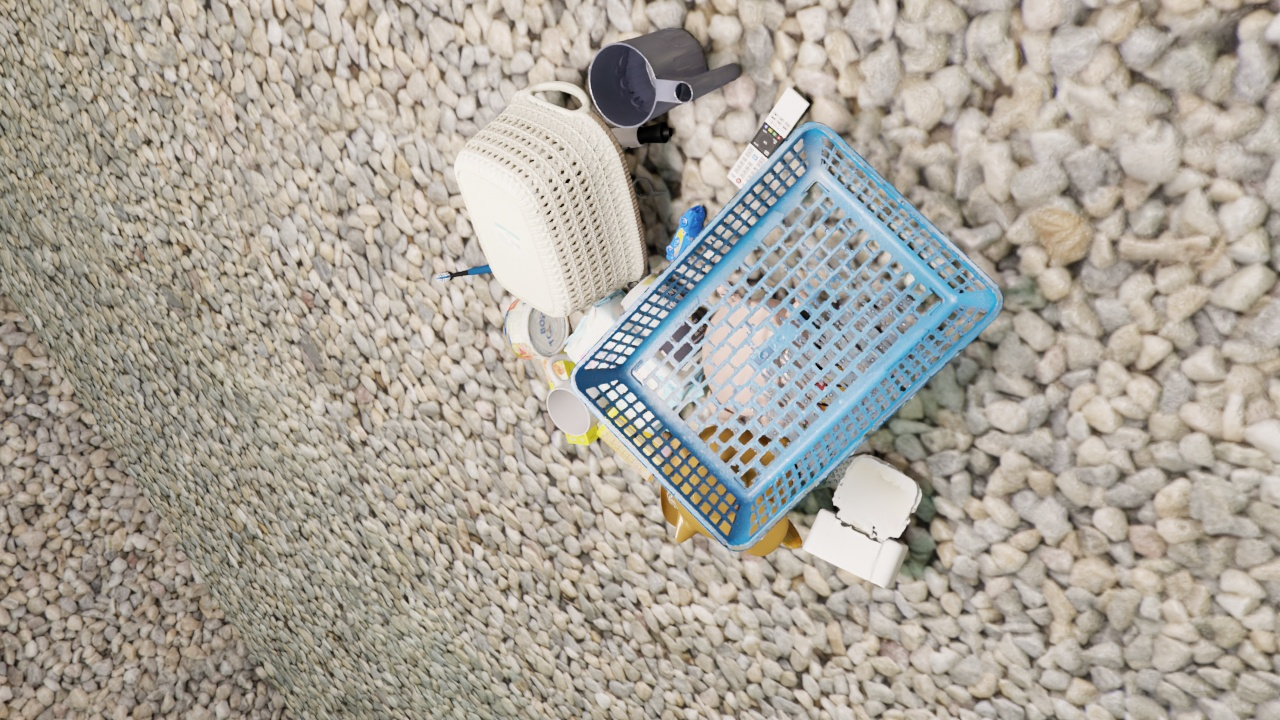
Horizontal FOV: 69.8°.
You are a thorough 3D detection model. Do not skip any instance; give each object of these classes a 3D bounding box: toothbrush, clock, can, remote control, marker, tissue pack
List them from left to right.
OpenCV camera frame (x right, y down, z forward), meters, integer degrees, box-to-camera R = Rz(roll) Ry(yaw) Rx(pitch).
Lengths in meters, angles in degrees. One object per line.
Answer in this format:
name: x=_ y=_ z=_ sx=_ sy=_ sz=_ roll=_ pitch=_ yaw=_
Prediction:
toothbrush: x=-0.232 y=-0.127 z=1.302 sx=0.168 sy=0.014 sz=0.014 roll=-4 pitch=102 yaw=40
can: x=-0.138 y=-0.044 z=1.228 sx=0.043 sy=0.086 sz=0.086 roll=0 pitch=116 yaw=38
marker: x=-0.022 y=-0.253 z=1.044 sx=0.126 sy=0.025 sz=0.025 roll=1 pitch=117 yaw=30
tissue pack: x=-0.007 y=0.007 z=1.169 sx=0.182 sy=0.069 sz=0.112 roll=45 pitch=134 yaw=6
can: x=-0.001 y=0.106 z=1.226 sx=0.105 sy=0.067 sz=0.068 roll=42 pitch=134 yaw=9
can: x=0.031 y=-0.050 z=1.107 sx=0.127 sy=0.064 sz=0.064 roll=48 pitch=135 yaw=4
clock: x=0.124 y=0.000 z=1.029 sx=0.131 sy=0.086 sz=0.160 roll=13 pitch=112 yaw=47
remote control: x=0.133 y=-0.229 z=0.956 sx=0.028 sy=0.011 sz=0.125 roll=44 pitch=134 yaw=8
remote control: x=0.222 y=0.137 z=1.107 sx=0.137 sy=0.013 sz=0.033 roll=-20 pitch=102 yaw=43

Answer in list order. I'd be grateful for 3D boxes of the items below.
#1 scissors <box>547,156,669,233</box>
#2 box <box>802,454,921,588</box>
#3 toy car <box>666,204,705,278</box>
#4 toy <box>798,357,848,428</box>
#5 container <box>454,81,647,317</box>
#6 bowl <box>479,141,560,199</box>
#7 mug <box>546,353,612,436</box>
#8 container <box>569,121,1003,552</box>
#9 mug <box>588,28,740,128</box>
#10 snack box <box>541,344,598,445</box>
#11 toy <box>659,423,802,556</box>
scissors: x=-0.040 y=-0.217 z=1.098 sx=0.174 sy=0.014 sz=0.142 roll=11 pitch=124 yaw=31
box: x=0.263 y=0.178 z=1.059 sx=0.109 sy=0.126 sz=0.137 roll=21 pitch=86 yaw=23
toy car: x=0.065 y=-0.124 z=1.054 sx=0.062 sy=0.033 sz=0.092 roll=43 pitch=134 yaw=18
toy: x=0.189 y=0.035 z=1.053 sx=0.104 sy=0.046 sz=0.084 roll=-17 pitch=89 yaw=39
container: x=-0.100 y=-0.170 z=1.035 sx=0.185 sy=0.142 sz=0.246 roll=30 pitch=150 yaw=35
bowl: x=-0.173 y=-0.227 z=1.174 sx=0.150 sy=0.043 sz=0.150 roll=19 pitch=126 yaw=28
mug: x=-0.080 y=0.033 z=1.227 sx=0.071 sy=0.089 sz=0.107 roll=-29 pitch=96 yaw=44
container: x=0.138 y=-0.020 z=0.926 sx=0.257 sy=0.089 sz=0.363 roll=45 pitch=103 yaw=6
mug: x=0.026 y=-0.290 z=0.937 sx=0.124 sy=0.103 sz=0.084 roll=15 pitch=124 yaw=31
snack box: x=-0.099 y=0.049 z=1.294 sx=0.040 sy=0.028 sz=0.148 roll=1 pitch=116 yaw=38
toy: x=0.089 y=0.149 z=1.106 sx=0.198 sy=0.162 sz=0.203 roll=43 pitch=171 yaw=-14
